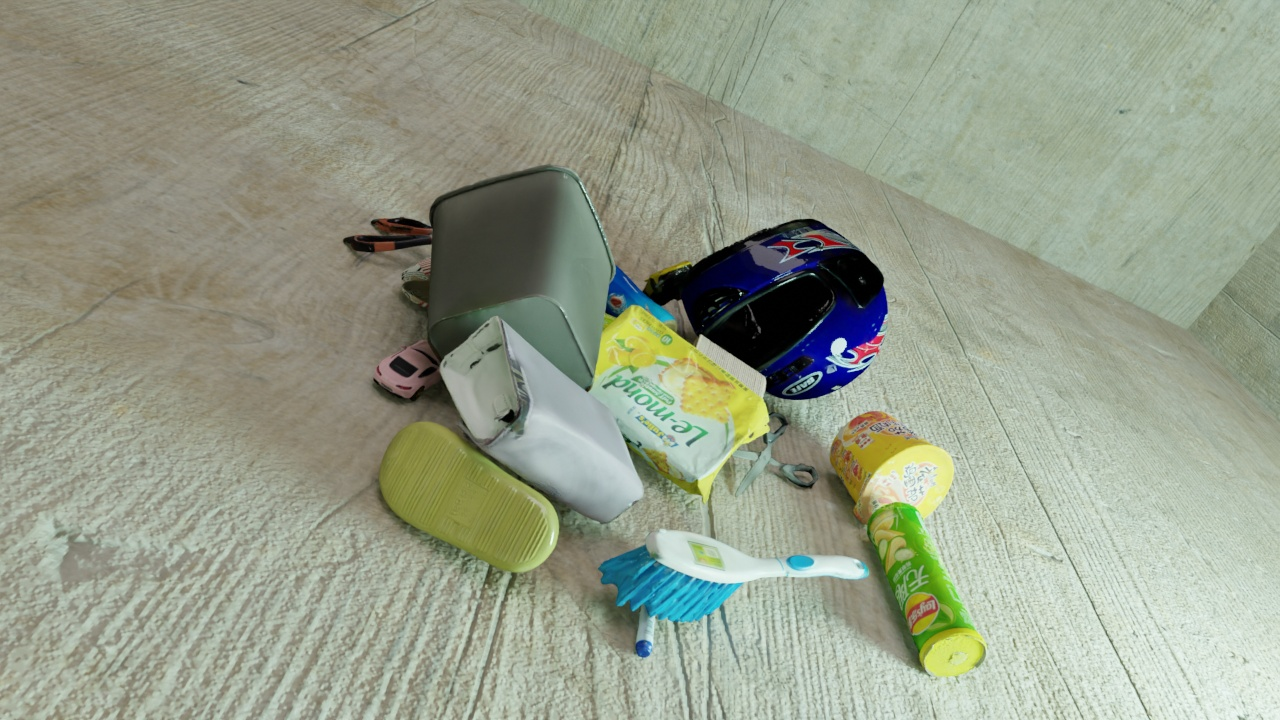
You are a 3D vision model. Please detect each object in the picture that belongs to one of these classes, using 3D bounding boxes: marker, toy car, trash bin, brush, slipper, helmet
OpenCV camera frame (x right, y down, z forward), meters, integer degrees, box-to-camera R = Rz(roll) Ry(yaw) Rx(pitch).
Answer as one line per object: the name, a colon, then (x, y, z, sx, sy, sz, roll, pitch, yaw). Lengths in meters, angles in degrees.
marker: (0.008, 0.230, 0.893, 0.017, 0.017, 0.145, 24, 28, -8)
toy car: (-0.248, 0.006, 1.024, 0.056, 0.037, 0.122, 33, 27, 7)
trash bin: (-0.140, -0.072, 1.050, 0.199, 0.199, 0.219, -13, 42, 11)
brush: (0.105, 0.215, 0.916, 0.314, 0.110, 0.060, 23, 30, -40)
toy car: (0.039, -0.114, 1.373, 0.071, 0.156, 0.041, -23, 81, -14)
slipper: (-0.157, 0.133, 0.859, 0.190, 0.091, 0.081, 29, -11, 18)
helmet: (0.225, -0.060, 1.348, 0.314, 0.248, 0.240, -17, 73, -45)

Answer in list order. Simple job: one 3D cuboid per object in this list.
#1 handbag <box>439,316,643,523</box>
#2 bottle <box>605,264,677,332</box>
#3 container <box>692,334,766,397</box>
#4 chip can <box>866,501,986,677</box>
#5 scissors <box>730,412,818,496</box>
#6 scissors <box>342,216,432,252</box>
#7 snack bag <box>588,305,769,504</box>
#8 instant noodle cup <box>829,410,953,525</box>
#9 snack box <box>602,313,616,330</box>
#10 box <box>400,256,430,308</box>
handbag: (-0.097, 0.069, 0.916, 0.197, 0.098, 0.145, 42, 8, -43)
bottle: (-0.036, -0.099, 1.358, 0.065, 0.065, 0.218, -8, 44, -48)
container: (0.101, 0.039, 1.225, 0.111, 0.090, 0.090, 30, 28, -2)
chip can: (0.327, 0.259, 1.071, 0.072, 0.073, 0.221, 19, 29, -17)
scissors: (0.163, 0.128, 1.184, 0.159, 0.014, 0.180, 37, 43, -10)
scissors: (-0.285, -0.168, 1.232, 0.222, 0.015, 0.189, 22, 32, 37)
snack bag: (0.024, 0.049, 1.114, 0.246, 0.068, 0.157, 37, 55, 14)
instant noodle cup: (0.324, 0.139, 1.217, 0.138, 0.138, 0.109, 11, 24, -28)
snack box: (-0.075, -0.028, 1.244, 0.085, 0.026, 0.156, 23, 28, -9)
box: (-0.252, -0.104, 1.206, 0.075, 0.081, 0.163, 2, 22, 20)
